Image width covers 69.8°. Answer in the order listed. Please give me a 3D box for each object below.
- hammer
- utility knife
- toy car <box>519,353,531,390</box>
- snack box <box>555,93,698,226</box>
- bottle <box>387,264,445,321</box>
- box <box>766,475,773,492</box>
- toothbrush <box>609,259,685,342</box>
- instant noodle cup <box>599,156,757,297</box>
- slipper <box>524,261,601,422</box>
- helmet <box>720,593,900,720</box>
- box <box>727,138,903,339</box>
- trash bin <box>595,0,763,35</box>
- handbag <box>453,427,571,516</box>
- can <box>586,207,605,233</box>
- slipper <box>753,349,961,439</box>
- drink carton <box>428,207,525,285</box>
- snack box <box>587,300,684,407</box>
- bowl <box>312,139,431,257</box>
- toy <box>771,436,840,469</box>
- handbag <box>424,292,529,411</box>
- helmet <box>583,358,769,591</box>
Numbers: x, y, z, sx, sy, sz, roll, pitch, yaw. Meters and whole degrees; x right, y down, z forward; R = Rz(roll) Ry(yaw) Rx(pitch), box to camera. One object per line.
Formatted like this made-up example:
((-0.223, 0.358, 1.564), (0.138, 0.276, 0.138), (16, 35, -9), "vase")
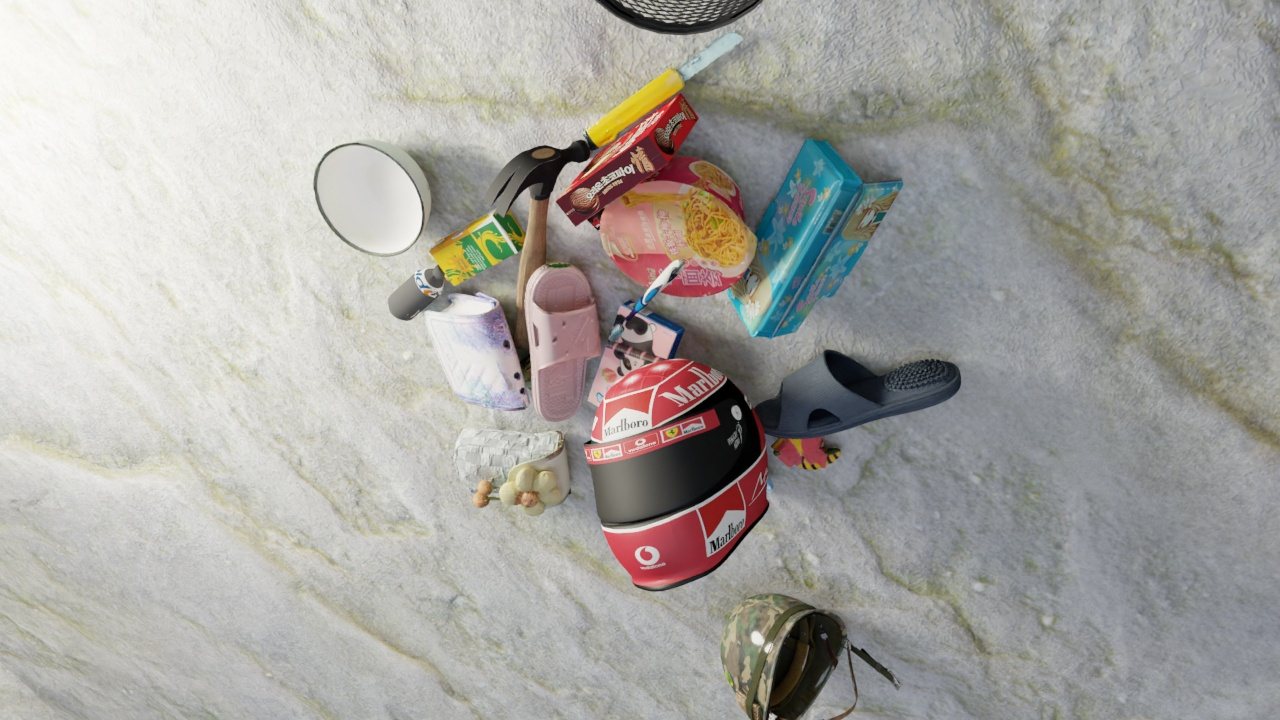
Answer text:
((-0.141, -0.131, 1.171), (0.040, 0.132, 0.306), (41, 140, 26), "hammer")
((0.021, -0.307, 1.050), (0.228, 0.019, 0.030), (-26, 116, 34), "utility knife")
((-0.141, 0.010, 1.286), (0.047, 0.047, 0.112), (43, 125, -13), "toy car")
((-0.012, -0.226, 1.029), (0.133, 0.151, 0.036), (-29, 109, 30), "snack box")
((-0.305, -0.097, 1.271), (0.113, 0.046, 0.047), (-34, 107, 32), "bottle")
((0.094, 0.112, 1.281), (0.122, 0.047, 0.209), (-23, 112, 30), "box")
((0.005, -0.071, 1.128), (0.016, 0.017, 0.190), (27, 142, -15), "toothbrush")
((0.048, -0.163, 1.076), (0.179, 0.077, 0.179), (11, 142, 9), "instant noodle cup")
((-0.098, -0.015, 1.215), (0.064, 0.094, 0.240), (40, 136, 46), "slipper")
((0.231, 0.462, 1.362), (0.237, 0.192, 0.224), (12, 123, 49), "helmet")
((0.208, -0.134, 1.083), (0.117, 0.097, 0.227), (5, 130, -27), "box")
((0.057, -0.432, 0.829), (0.218, 0.226, 0.218), (8, 124, 13), "trash bin")
((-0.195, 0.166, 1.358), (0.171, 0.123, 0.113), (4, 129, 9), "handbag")
((-0.037, -0.169, 1.148), (0.080, 0.031, 0.032), (44, 124, -12), "can")
((0.258, 0.029, 1.142), (0.264, 0.101, 0.082), (-14, 117, 21), "slipper")
((-0.216, -0.151, 1.211), (0.123, 0.041, 0.058), (-23, 112, 28), "drink carton")
((-0.007, 0.007, 1.223), (0.088, 0.033, 0.154), (29, 116, 16), "snack box")
((-0.337, -0.217, 1.188), (0.153, 0.072, 0.154), (8, 123, 12), "bowl")
((0.221, 0.114, 1.241), (0.084, 0.046, 0.103), (-36, 113, 29), "toy")
((-0.216, -0.012, 1.269), (0.127, 0.069, 0.159), (9, 127, 38), "handbag")
((0.041, 0.114, 1.107), (0.198, 0.270, 0.224), (-18, 98, 31), "helmet")
